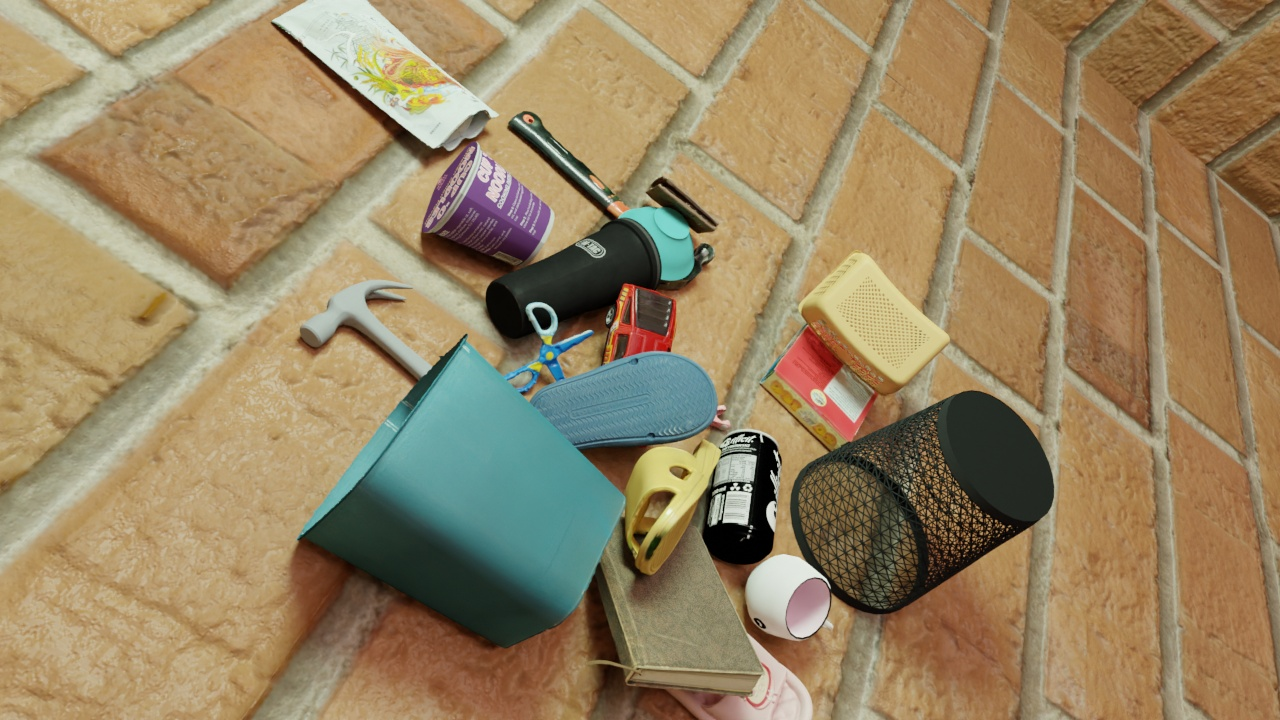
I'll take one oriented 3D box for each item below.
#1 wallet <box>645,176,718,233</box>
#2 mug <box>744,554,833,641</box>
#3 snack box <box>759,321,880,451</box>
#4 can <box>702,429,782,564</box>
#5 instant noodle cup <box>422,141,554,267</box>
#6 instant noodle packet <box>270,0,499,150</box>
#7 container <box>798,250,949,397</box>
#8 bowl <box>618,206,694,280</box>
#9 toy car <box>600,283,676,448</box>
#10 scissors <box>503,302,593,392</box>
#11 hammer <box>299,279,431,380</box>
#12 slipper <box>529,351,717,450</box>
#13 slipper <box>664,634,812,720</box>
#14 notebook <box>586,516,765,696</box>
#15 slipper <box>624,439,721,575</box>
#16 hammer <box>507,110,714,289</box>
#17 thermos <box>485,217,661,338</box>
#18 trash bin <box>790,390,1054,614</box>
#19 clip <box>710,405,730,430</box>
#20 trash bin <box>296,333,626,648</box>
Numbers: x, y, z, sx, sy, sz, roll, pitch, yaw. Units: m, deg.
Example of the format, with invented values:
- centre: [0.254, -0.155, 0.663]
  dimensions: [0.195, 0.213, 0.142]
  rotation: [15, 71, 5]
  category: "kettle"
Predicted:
- centre: [0.056, -0.211, 1.253]
  dimensions: [0.098, 0.121, 0.027]
  rotation: [39, 90, -11]
  category: "wallet"
- centre: [0.172, 0.274, 1.040]
  dimensions: [0.124, 0.076, 0.090]
  rotation: [41, 75, -33]
  category: "mug"
- centre: [0.256, 0.033, 1.284]
  dimensions: [0.142, 0.040, 0.144]
  rotation: [44, 46, 0]
  category: "snack box"
- centre: [0.122, 0.159, 1.080]
  dimensions: [0.080, 0.080, 0.145]
  rotation: [27, 49, -16]
  category: "can"
- centre: [-0.178, -0.178, 1.104]
  dimensions: [0.122, 0.122, 0.137]
  rotation: [29, 3, -27]
  category: "instant noodle cup"
- centre: [-0.320, -0.379, 1.176]
  dimensions: [0.269, 0.057, 0.146]
  rotation: [41, 45, 3]
  category: "instant noodle packet"
- centre: [0.323, -0.049, 1.281]
  dimensions: [0.183, 0.129, 0.167]
  rotation: [46, 3, 2]
  category: "container"
- centre: [0.031, -0.169, 1.224]
  dimensions: [0.121, 0.046, 0.121]
  rotation: [17, 50, -22]
  category: "bowl"
- centre: [-0.007, 0.006, 1.089]
  dimensions: [0.081, 0.056, 0.189]
  rotation: [17, 77, -22]
  category: "toy car"
- centre: [-0.108, -0.009, 1.046]
  dimensions: [0.125, 0.130, 0.013]
  rotation: [-27, 32, -22]
  category: "scissors"
- centre: [-0.206, 0.031, 0.986]
  dimensions: [0.311, 0.030, 0.124]
  rotation: [41, 47, -4]
  category: "hammer"
- centre: [-0.021, 0.048, 1.026]
  dimensions: [0.214, 0.059, 0.103]
  rotation: [-9, 87, 1]
  category: "slipper"
- centre: [0.087, 0.330, 0.959]
  dimensions: [0.221, 0.056, 0.106]
  rotation: [34, 49, -8]
  category: "slipper"
- centre: [0.010, 0.240, 0.927]
  dimensions: [0.190, 0.035, 0.215]
  rotation: [14, 28, -27]
  category: "notebook"
- centre: [0.025, 0.143, 0.978]
  dimensions: [0.078, 0.100, 0.262]
  rotation: [26, 18, 9]
  category: "slipper"
- centre: [-0.049, -0.225, 1.266]
  dimensions: [0.333, 0.033, 0.132]
  rotation: [43, 47, 0]
  category: "hammer"
- centre: [-0.079, -0.097, 1.114]
  dimensions: [0.218, 0.106, 0.106]
  rotation: [-27, 77, -37]
  category: "thermos"
- centre: [0.343, 0.164, 1.112]
  dimensions: [0.216, 0.244, 0.216]
  rotation: [17, 52, -24]
  category: "trash bin"
- centre: [0.091, 0.067, 1.165]
  dimensions: [0.058, 0.023, 0.049]
  rotation: [31, 43, -15]
  category: "clip"
- centre: [-0.154, 0.134, 0.850]
  dimensions: [0.218, 0.197, 0.198]
  rotation: [40, 47, -13]
  category: "trash bin"
